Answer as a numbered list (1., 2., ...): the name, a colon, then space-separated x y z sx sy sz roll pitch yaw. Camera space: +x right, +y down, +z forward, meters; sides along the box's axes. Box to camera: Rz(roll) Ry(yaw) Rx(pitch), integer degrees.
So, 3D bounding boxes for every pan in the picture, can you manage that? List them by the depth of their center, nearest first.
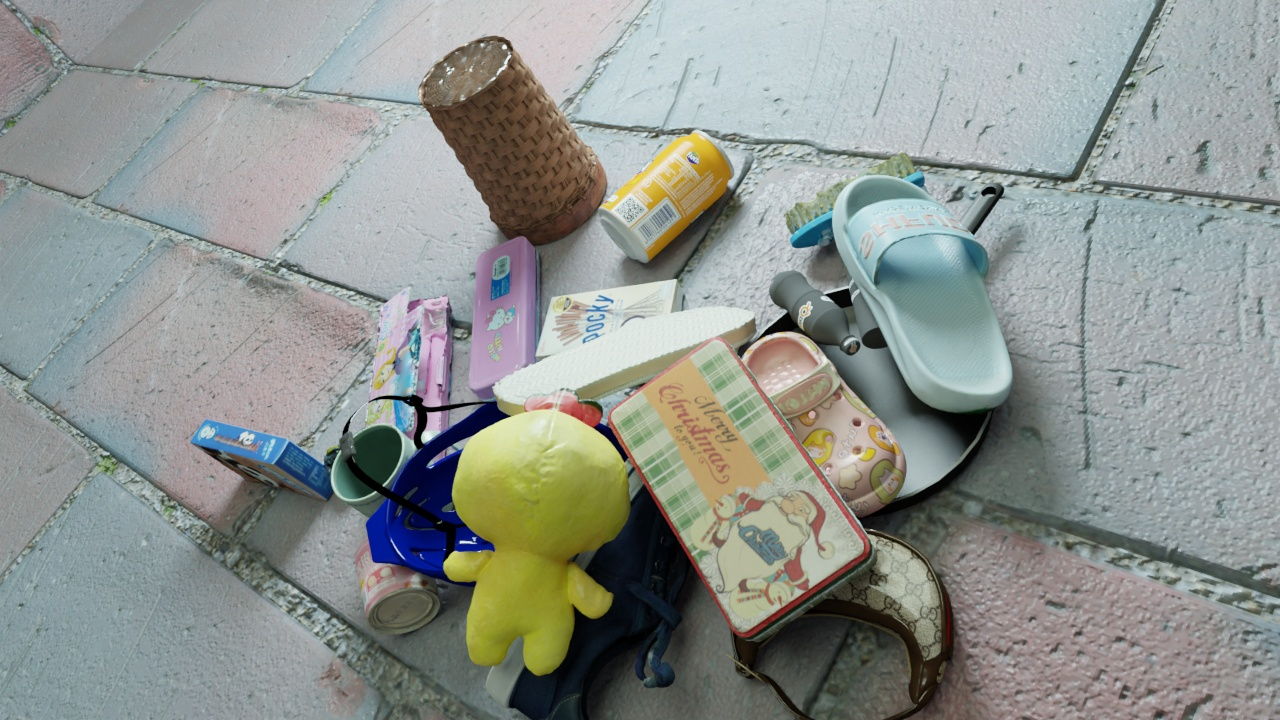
1. pan: 0.223 -0.019 0.797 0.225 0.034 0.355 25 70 40

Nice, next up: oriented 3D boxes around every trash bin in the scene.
1. trash bin: -0.150 -0.258 1.066 0.151 0.210 0.151 -15 49 18

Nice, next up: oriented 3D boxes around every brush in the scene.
1. brush: 0.210 -0.136 0.885 0.136 0.055 0.075 -23 70 12

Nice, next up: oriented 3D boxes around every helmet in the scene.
1. helmet: -0.137 0.094 0.775 0.241 0.228 0.147 -26 55 4

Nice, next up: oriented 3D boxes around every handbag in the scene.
1. handbag: 0.139 0.192 0.667 0.167 0.063 0.138 3 67 28

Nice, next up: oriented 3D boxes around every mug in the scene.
1. mug: -0.222 0.114 0.889 0.111 0.104 0.084 -35 46 1

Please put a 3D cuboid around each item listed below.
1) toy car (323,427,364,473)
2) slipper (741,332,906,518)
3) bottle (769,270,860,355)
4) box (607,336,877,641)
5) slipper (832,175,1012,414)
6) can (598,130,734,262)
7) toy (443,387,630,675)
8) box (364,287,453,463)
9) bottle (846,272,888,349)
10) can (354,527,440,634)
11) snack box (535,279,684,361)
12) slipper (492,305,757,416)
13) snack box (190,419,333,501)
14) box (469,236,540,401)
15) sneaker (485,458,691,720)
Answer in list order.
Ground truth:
1. toy car: -0.299 0.095 0.997 0.089 0.027 0.039 -36 53 -23
2. slipper: 0.129 0.038 0.730 0.093 0.081 0.197 -33 45 4
3. bottle: 0.154 -0.040 0.804 0.036 0.036 0.110 -36 45 -1
4. box: 0.069 0.090 0.670 0.118 0.050 0.205 -34 60 4
5. slipper: 0.233 -0.068 0.738 0.104 0.074 0.245 -5 53 -8
6. can: 0.028 -0.178 0.996 0.142 0.079 0.079 -43 47 -7
7. toy: -0.077 0.123 0.677 0.134 0.092 0.207 9 91 1
8. box: -0.255 0.009 0.996 0.084 0.077 0.230 -6 50 0
9. bottle: 0.198 -0.063 0.800 0.030 0.030 0.112 -16 50 17
10. can: -0.226 0.202 0.849 0.067 0.067 0.076 -32 47 3
11. snack box: -0.032 -0.037 0.957 0.150 0.026 0.081 -6 54 24
12. slipper: -0.005 0.005 0.813 0.271 0.054 0.115 -21 18 -37
13. snack box: -0.413 0.109 1.009 0.151 0.087 0.034 7 60 32
14. box: -0.149 -0.048 1.024 0.076 0.036 0.213 -21 48 18
15. sneaker: 0.008 0.171 0.738 0.127 0.121 0.294 28 73 17
